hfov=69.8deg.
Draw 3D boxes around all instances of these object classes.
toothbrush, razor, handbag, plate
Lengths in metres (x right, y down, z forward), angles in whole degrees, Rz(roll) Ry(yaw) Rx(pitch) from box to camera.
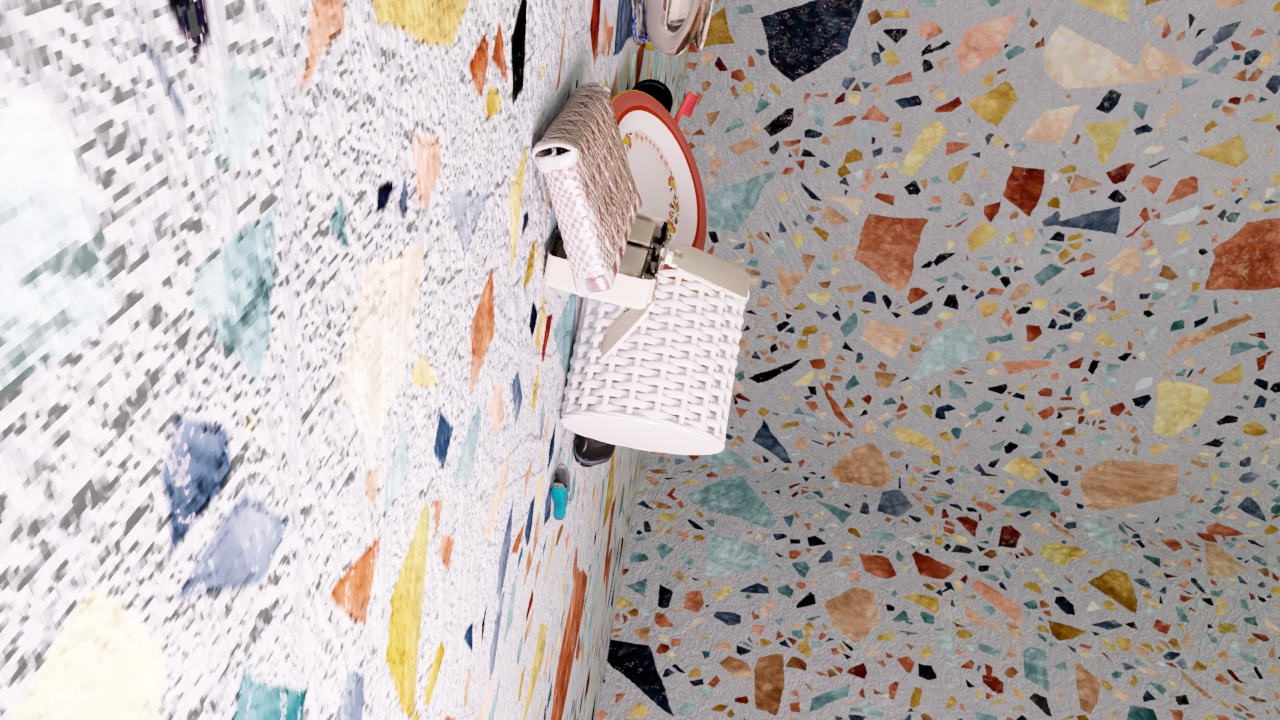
[{"bbox_3d":[0.032,-0.284,1.260,0.213,0.018,0.012,123,-15,-50],"label":"toothbrush"},{"bbox_3d":[-0.060,0.068,1.152,0.064,0.053,0.141,40,-44,53],"label":"razor"},{"bbox_3d":[0.042,-0.459,1.085,0.199,0.093,0.201,-105,-165,-49],"label":"handbag"},{"bbox_3d":[0.013,-0.206,1.094,0.229,0.021,0.229,22,62,-52],"label":"plate"},{"bbox_3d":[-0.042,-0.144,0.745,0.185,0.047,0.124,-76,152,-59],"label":"handbag"}]

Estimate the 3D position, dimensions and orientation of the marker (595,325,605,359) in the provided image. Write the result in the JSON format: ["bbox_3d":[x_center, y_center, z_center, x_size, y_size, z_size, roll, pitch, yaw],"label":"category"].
[{"bbox_3d":[-0.059,-0.014,1.215,0.017,0.017,0.145,-53,151,-84],"label":"marker"}]

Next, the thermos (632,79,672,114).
[{"bbox_3d":[0.000,-0.289,1.198,0.230,0.061,0.061,-79,175,-47],"label":"thermos"}]

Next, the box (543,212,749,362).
[{"bbox_3d":[0.006,-0.060,0.840,0.143,0.184,0.099,-73,178,-58],"label":"box"}]

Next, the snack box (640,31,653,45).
[{"bbox_3d":[0.039,-0.509,1.288,0.072,0.072,0.121,-77,173,-60],"label":"snack box"}]

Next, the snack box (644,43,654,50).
[{"bbox_3d":[0.041,-0.556,1.439,0.180,0.045,0.121,-75,172,-66],"label":"snack box"}]

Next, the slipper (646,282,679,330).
[{"bbox_3d":[-0.003,-0.019,1.381,0.052,0.115,0.262,128,-24,-75],"label":"slipper"}]

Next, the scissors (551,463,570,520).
[{"bbox_3d":[-0.091,0.160,1.052,0.138,0.019,0.136,-78,178,-65],"label":"scissors"}]

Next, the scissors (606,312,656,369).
[{"bbox_3d":[-0.009,-0.001,1.159,0.158,0.171,0.012,-40,-163,10],"label":"scissors"}]

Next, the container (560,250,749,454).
[{"bbox_3d":[0.017,-0.004,1.033,0.189,0.189,0.186,85,14,-76],"label":"container"}]

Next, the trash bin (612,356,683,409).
[{"bbox_3d":[0.001,0.032,1.260,0.161,0.133,0.133,-177,-85,-89],"label":"trash bin"}]
